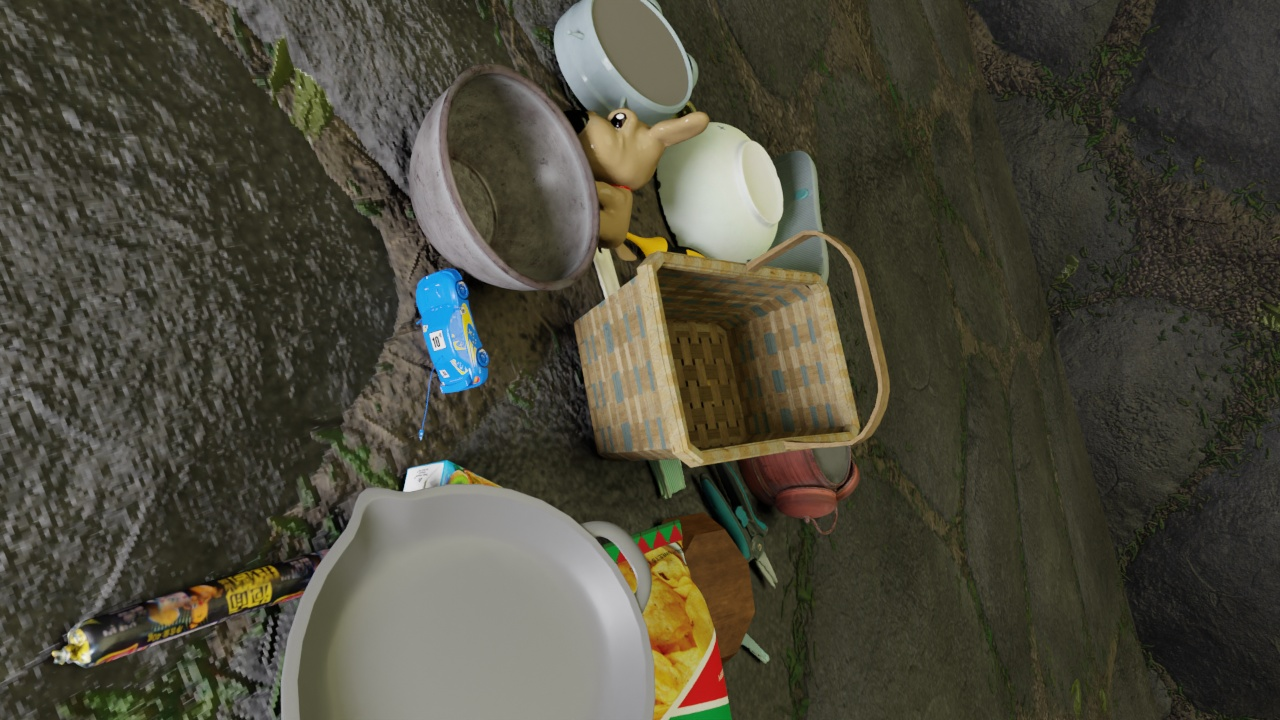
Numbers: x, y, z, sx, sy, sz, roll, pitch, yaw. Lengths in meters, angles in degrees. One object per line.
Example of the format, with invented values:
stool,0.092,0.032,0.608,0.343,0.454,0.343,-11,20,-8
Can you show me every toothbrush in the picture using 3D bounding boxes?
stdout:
toothbrush,0.016,-0.094,0.790,0.196,0.031,0.030,20,54,-47

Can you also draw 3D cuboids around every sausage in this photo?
sausage,-0.186,0.108,0.420,0.155,0.020,0.020,-7,84,-57

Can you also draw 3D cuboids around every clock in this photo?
clock,0.155,0.091,0.884,0.120,0.072,0.157,-21,95,-57
clock,-0.006,-0.258,0.779,0.122,0.045,0.158,55,42,-9

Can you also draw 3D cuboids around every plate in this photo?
plate,0.049,0.183,0.720,0.131,0.025,0.131,16,68,-45

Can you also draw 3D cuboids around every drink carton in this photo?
drink carton,-0.086,0.100,0.552,0.129,0.039,0.044,37,49,-44

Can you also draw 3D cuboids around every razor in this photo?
razor,0.010,-0.196,0.818,0.105,0.043,0.026,-55,127,-38

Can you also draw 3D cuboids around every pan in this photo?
pan,-0.122,0.184,0.424,0.353,0.024,0.216,-32,85,-40

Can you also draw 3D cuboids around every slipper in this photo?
slipper,0.154,-0.111,0.937,0.054,0.098,0.268,44,44,-37

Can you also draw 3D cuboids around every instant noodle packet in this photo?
instant noodle packet,-0.007,0.242,0.570,0.195,0.090,0.252,-5,84,-54

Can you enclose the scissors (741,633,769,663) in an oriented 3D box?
scissors,0.077,0.226,0.772,0.138,0.015,0.063,47,41,-30

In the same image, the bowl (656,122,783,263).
bowl,0.086,-0.160,0.876,0.153,0.073,0.153,27,56,-48

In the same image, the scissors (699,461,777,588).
scissors,0.086,0.148,0.811,0.137,0.019,0.129,13,76,-46

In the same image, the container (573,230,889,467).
container,0.093,-0.003,0.695,0.249,0.187,0.157,0,76,-50

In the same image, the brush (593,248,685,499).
brush,-0.004,0.004,0.738,0.033,0.012,0.217,-20,93,-56

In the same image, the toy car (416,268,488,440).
toy car,-0.123,-0.005,0.540,0.061,0.033,0.092,-23,97,-63

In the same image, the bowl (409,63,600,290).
bowl,-0.096,-0.108,0.590,0.144,0.067,0.144,26,57,-50

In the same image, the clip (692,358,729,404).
clip,0.063,0.015,0.835,0.047,0.039,0.053,-11,86,-52

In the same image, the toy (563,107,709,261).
toy,-0.025,-0.138,0.685,0.105,0.134,0.108,22,81,-47
